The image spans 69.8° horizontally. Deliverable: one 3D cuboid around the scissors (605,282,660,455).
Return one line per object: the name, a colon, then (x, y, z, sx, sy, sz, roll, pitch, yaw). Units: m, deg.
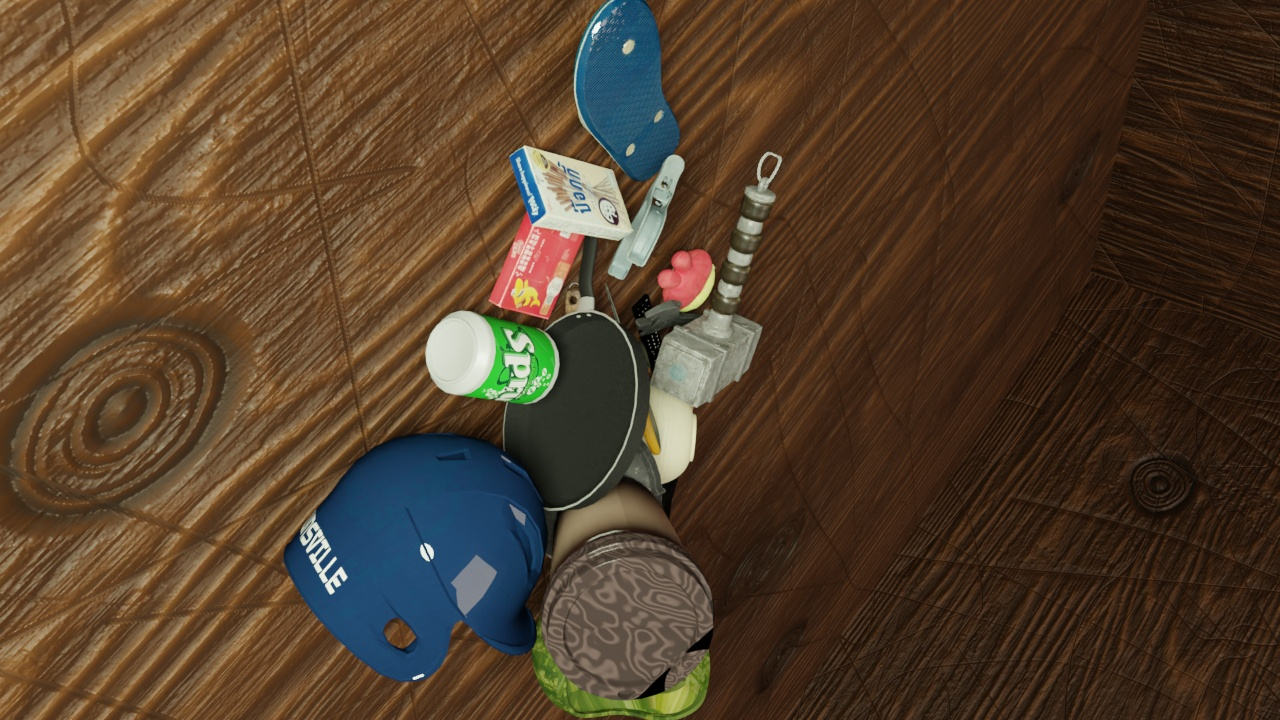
scissors: (-0.007, 0.007, 1.180, 0.229, 0.016, 0.225, -46, 120, -81)

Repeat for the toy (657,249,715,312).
toy: (0.064, -0.110, 1.253, 0.091, 0.045, 0.135, -56, 155, -1)

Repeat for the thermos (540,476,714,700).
thermos: (-0.023, 0.228, 0.992, 0.172, 0.226, 0.173, -2, 107, -7)

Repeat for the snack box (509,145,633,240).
snack box: (-0.071, -0.176, 0.983, 0.026, 0.082, 0.149, -26, 165, 33)

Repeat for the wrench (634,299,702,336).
wrench: (0.066, -0.057, 1.290, 0.073, 0.018, 0.272, -34, 166, 23)

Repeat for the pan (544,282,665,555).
pan: (-0.078, 0.085, 1.117, 0.040, 0.208, 0.357, -42, 131, -73)

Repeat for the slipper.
slipper: (-0.022, -0.284, 0.986, 0.118, 0.060, 0.295, -52, 161, -4)

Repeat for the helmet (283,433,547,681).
helmet: (-0.194, 0.193, 0.944, 0.223, 0.232, 0.272, -43, 122, -7)

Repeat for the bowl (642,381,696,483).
bowl: (0.038, 0.106, 1.292, 0.151, 0.075, 0.150, 172, -78, -89)

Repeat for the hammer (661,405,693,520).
hammer: (0.056, 0.133, 1.448, 0.130, 0.039, 0.329, -20, 131, -45)

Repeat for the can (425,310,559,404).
can: (-0.157, -0.001, 0.991, 0.139, 0.088, 0.088, 13, 104, -57)

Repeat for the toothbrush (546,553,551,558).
toothbrush: (-0.098, 0.262, 1.197, 0.010, 0.182, 0.010, -49, 144, -29)

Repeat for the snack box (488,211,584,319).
snack box: (-0.110, -0.116, 1.028, 0.089, 0.021, 0.133, 12, 105, -57)

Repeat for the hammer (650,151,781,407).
hammer: (0.120, -0.107, 1.188, 0.176, 0.079, 0.327, -30, 142, -55)

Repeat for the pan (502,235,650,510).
pan: (-0.066, -0.008, 1.036, 0.034, 0.226, 0.356, 19, 74, -42)

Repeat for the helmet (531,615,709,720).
helmet: (-0.034, 0.401, 1.348, 0.242, 0.247, 0.213, -85, 162, -61)

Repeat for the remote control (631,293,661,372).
remote control: (0.013, -0.036, 1.276, 0.030, 0.009, 0.140, -46, 146, -22)

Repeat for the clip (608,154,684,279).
clip: (0.001, -0.149, 1.076, 0.165, 0.032, 0.165, -56, -167, 36)
